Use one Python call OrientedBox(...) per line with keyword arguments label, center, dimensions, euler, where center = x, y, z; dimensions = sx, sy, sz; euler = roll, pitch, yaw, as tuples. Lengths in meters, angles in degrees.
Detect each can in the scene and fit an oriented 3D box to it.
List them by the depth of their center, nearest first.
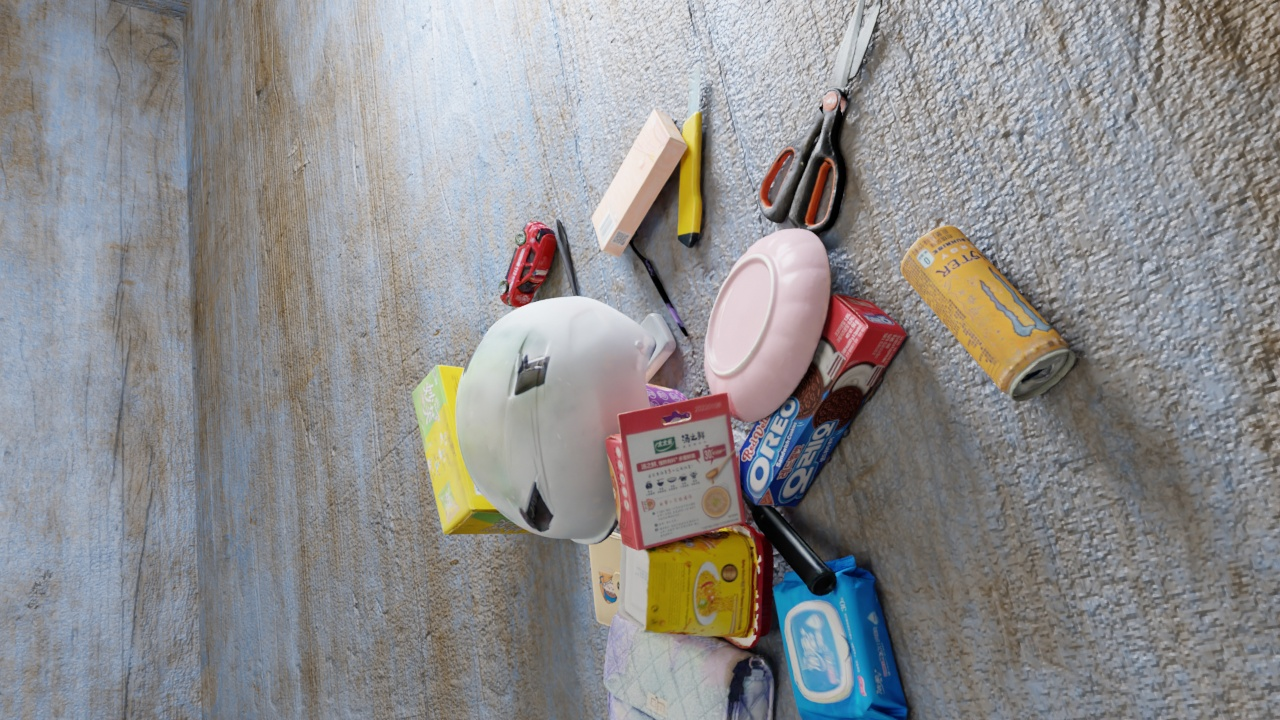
OrientedBox(label="can", center=(0.267, -0.039, 0.716), dimensions=(0.058, 0.058, 0.146), euler=(-54, 48, 31))

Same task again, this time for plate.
OrientedBox(label="plate", center=(0.108, -0.038, 0.872), dimensions=(0.193, 0.039, 0.192), euler=(-51, 30, 44))

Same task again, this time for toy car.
OrientedBox(label="toy car", center=(-0.149, -0.126, 1.231), dimensions=(0.045, 0.052, 0.121), euler=(31, 106, 28))

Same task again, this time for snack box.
OrientedBox(label="snack box", center=(0.158, 0.042, 0.840), dimensions=(0.057, 0.058, 0.208), euler=(53, 125, 43))
OrientedBox(label="snack box", center=(0.031, 0.100, 0.855), dimensions=(0.044, 0.113, 0.127), euler=(-177, 78, -69))
OrientedBox(label="snack box", center=(-0.005, -0.205, 1.065), dimensions=(0.158, 0.026, 0.084), euler=(-56, 30, 27))
OrientedBox(label="snack box", center=(-0.189, 0.115, 1.171), dimensions=(0.070, 0.157, 0.209), euler=(-42, 55, 35))

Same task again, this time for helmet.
OrientedBox(label="helmet", center=(-0.104, 0.060, 0.929), dimensions=(0.229, 0.145, 0.259), euler=(16, 99, 50))

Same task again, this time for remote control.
OrientedBox(label="remote control", center=(-0.006, 0.006, 1.070), dimensions=(0.136, 0.020, 0.055), euler=(-52, 49, 34))

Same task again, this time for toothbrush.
OrientedBox(label="toothbrush", center=(0.119, 0.150, 0.864), dimensions=(0.212, 0.027, 0.026), euler=(-133, 49, -60))
OrientedBox(label="toothbrush", center=(0.017, -0.099, 1.060), dimensions=(0.017, 0.014, 0.189), euler=(-43, 54, 24))
OrientedBox(label="toothbrush", center=(-0.091, -0.107, 1.188), dimensions=(0.018, 0.015, 0.181), euler=(-42, 56, 50))

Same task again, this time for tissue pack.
OrientedBox(label="tissue pack", center=(0.171, 0.256, 0.803), dimensions=(0.095, 0.052, 0.157), euler=(-30, 63, 45))

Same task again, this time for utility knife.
OrientedBox(label="utility knife", center=(0.059, -0.226, 1.020), dimensions=(0.033, 0.015, 0.206), euler=(0, 86, 51))

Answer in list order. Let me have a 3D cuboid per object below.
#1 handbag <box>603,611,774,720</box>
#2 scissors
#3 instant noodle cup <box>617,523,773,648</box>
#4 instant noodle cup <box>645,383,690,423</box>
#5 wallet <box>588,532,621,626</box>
OrientedBox(label="handbag", center=(0.043, 0.337, 0.932), dimensions=(0.194, 0.075, 0.134), euler=(4, 89, 50))
OrientedBox(label="scissors", center=(0.169, -0.237, 0.885), dimensions=(0.163, 0.021, 0.234), euler=(-1, 86, 51))
OrientedBox(label="instant noodle cup", center=(0.049, 0.211, 0.880), dimensions=(0.116, 0.123, 0.116), euler=(-179, 92, -69))
OrientedBox(label="instant noodle cup", center=(-0.001, 0.071, 0.996), dimensions=(0.112, 0.099, 0.111), euler=(-9, 79, 51))
OrientedBox(label="wallet", center=(-0.026, 0.254, 1.048), dimensions=(0.087, 0.024, 0.115), euler=(4, 101, 45))
